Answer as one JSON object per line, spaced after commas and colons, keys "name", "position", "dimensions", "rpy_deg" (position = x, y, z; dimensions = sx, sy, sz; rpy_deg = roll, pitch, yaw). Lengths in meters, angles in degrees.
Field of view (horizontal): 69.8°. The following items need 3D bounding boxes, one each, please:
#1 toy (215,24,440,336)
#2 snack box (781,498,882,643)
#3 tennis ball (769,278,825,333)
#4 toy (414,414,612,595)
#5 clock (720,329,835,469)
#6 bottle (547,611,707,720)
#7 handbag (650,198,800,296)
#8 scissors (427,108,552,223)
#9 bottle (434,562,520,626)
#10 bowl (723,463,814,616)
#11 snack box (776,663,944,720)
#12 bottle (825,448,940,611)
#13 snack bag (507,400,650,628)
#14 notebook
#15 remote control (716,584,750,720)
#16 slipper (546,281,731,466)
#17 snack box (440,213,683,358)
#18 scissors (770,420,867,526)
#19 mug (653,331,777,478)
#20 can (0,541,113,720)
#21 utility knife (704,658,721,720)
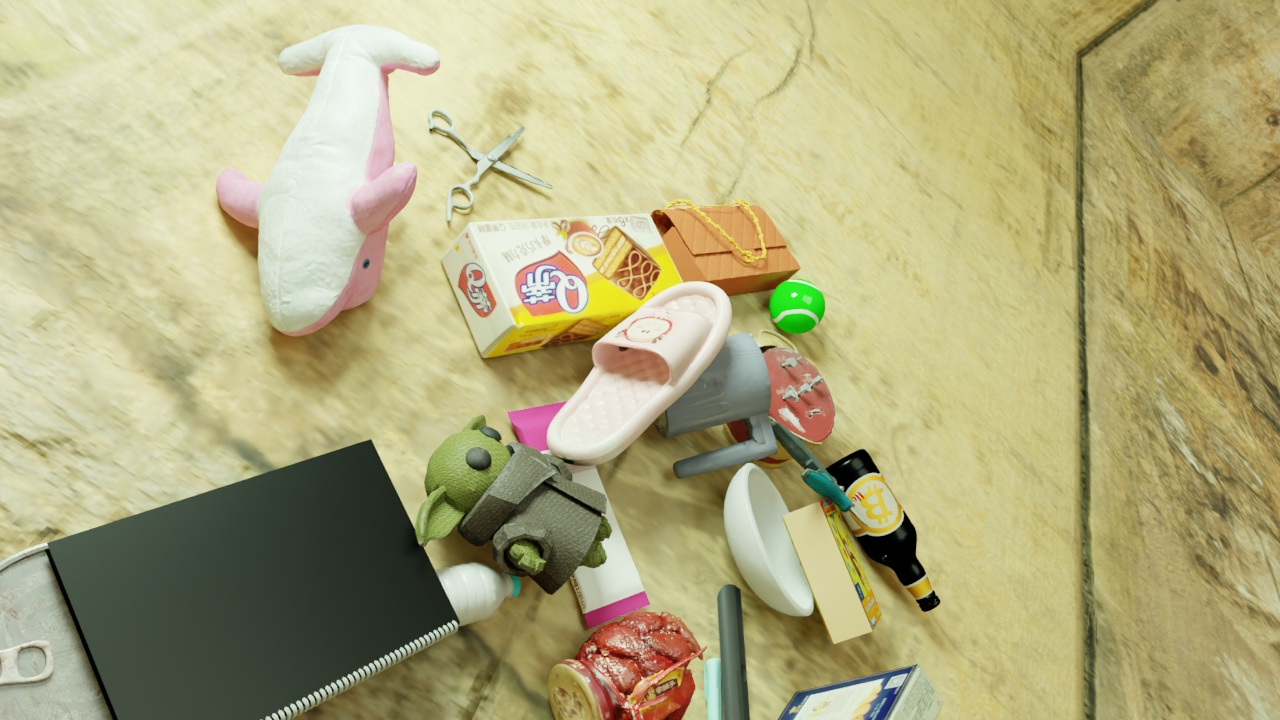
{"name": "toy", "position": [-0.239, -0.140, 0.747], "dimensions": [0.128, 0.187, 0.265], "rpy_deg": [41, 56, -68]}
{"name": "snack box", "position": [0.189, 0.202, 0.899], "dimensions": [0.125, 0.040, 0.088], "rpy_deg": [69, 16, 12]}
{"name": "tennis ball", "position": [0.185, -0.064, 1.082], "dimensions": [0.065, 0.066, 0.065], "rpy_deg": [21, 52, -29]}
{"name": "toy", "position": [-0.093, 0.110, 0.711], "dimensions": [0.152, 0.078, 0.179], "rpy_deg": [34, 22, -10]}
{"name": "clock", "position": [0.152, 0.032, 0.981], "dimensions": [0.117, 0.081, 0.158], "rpy_deg": [26, 49, -25]}
{"name": "bottle", "position": [-0.003, 0.249, 0.705], "dimensions": [0.111, 0.099, 0.099], "rpy_deg": [-13, 72, -39]}
{"name": "handbag", "position": [0.101, -0.137, 1.068], "dimensions": [0.171, 0.060, 0.109], "rpy_deg": [-12, 67, -43]}
{"name": "scissors", "position": [-0.161, -0.195, 0.919], "dimensions": [0.141, 0.014, 0.174], "rpy_deg": [37, 47, -11]}
{"name": "bottle", "position": [-0.149, 0.175, 0.668], "dimensions": [0.136, 0.044, 0.044], "rpy_deg": [-2, 65, -40]}
{"name": "bowl", "position": [0.114, 0.174, 0.867], "dimensions": [0.149, 0.043, 0.149], "rpy_deg": [53, 21, -32]}
{"name": "snack box", "position": [0.159, 0.322, 0.755], "dimensions": [0.042, 0.145, 0.144], "rpy_deg": [55, 43, 0]}
{"name": "bottle", "position": [0.266, 0.187, 0.992], "dimensions": [0.059, 0.059, 0.181], "rpy_deg": [-24, 80, -45]}
{"name": "snack bag", "position": [-0.054, 0.128, 0.796], "dimensions": [0.070, 0.016, 0.196], "rpy_deg": [-10, 70, -40]}
{"name": "notebook", "position": [-0.230, 0.145, 0.575], "dimensions": [0.206, 0.016, 0.149], "rpy_deg": [-18, 75, -45]}
{"name": "remote control", "position": [0.084, 0.272, 0.810], "dimensions": [0.033, 0.015, 0.146], "rpy_deg": [44, 36, -48]}
{"name": "slipper", "position": [-0.005, 0.005, 0.815], "dimensions": [0.221, 0.107, 0.056], "rpy_deg": [-50, 134, -26]}
{"name": "snack box", "position": [-0.065, -0.076, 0.886], "dimensions": [0.229, 0.062, 0.110], "rpy_deg": [-12, 72, -44]}
{"name": "scissors", "position": [0.174, 0.111, 0.903], "dimensions": [0.124, 0.019, 0.155], "rpy_deg": [53, 11, 23]}
{"name": "mug", "position": [0.067, 0.044, 0.884], "dimensions": [0.104, 0.084, 0.124], "rpy_deg": [-14, 88, -13]}
{"name": "can", "position": [-0.325, 0.170, 0.525], "dimensions": [0.130, 0.044, 0.129], "rpy_deg": [21, 52, -29]}
{"name": "utility knife", "position": [0.061, 0.331, 0.765], "dimensions": [0.022, 0.015, 0.165], "rpy_deg": [53, 32, -50]}
